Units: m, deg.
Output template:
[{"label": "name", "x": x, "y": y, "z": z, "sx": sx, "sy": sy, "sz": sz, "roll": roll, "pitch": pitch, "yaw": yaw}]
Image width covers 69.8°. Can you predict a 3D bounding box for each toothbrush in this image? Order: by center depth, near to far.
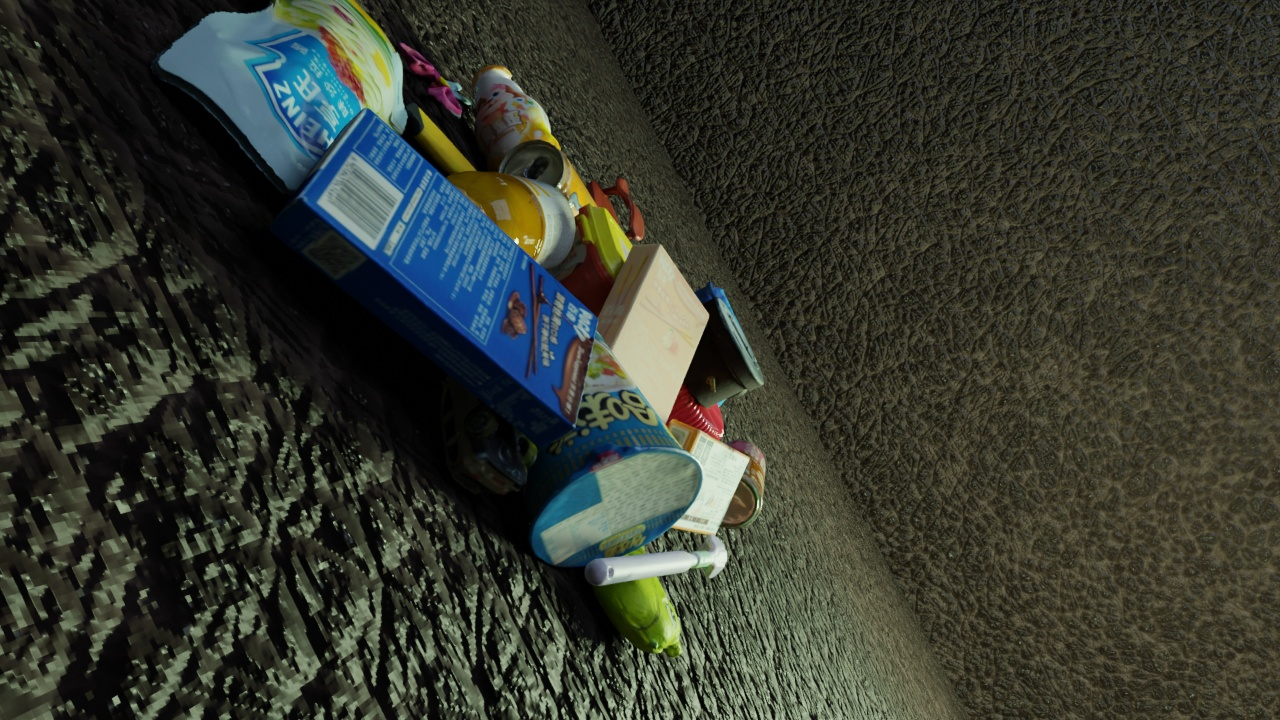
[{"label": "toothbrush", "x": -0.112, "y": -0.021, "z": 0.480, "sx": 0.018, "sy": 0.014, "sz": 0.189, "roll": 53, "pitch": 7, "yaw": 23}, {"label": "toothbrush", "x": 0.013, "y": 0.116, "z": 0.526, "sx": 0.189, "sy": 0.021, "sz": 0.029, "roll": 22, "pitch": 66, "yaw": -65}]

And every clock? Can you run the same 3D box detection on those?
[{"label": "clock", "x": 0.063, "y": -0.005, "z": 0.765, "sx": 0.082, "sy": 0.055, "sz": 0.122, "roll": 62, "pitch": 11, "yaw": 5}]

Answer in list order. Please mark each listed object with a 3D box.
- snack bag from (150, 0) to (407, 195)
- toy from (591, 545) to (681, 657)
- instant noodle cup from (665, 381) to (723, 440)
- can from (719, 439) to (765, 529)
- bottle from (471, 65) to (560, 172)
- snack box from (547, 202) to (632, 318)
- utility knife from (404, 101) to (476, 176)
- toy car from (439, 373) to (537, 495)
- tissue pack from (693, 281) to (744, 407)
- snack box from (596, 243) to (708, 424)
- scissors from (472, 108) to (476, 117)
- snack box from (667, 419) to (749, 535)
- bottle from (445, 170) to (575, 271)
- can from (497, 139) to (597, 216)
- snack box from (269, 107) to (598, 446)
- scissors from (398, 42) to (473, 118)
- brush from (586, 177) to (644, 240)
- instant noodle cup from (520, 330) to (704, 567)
[{"label": "snack bag", "x": -0.166, "y": -0.138, "z": 0.467, "sx": 0.190, "sy": 0.039, "sz": 0.110, "roll": -95, "pitch": 160, "yaw": -55}, {"label": "toy", "x": -0.009, "y": 0.126, "z": 0.536, "sx": 0.097, "sy": 0.031, "sz": 0.100, "roll": 48, "pitch": 14, "yaw": -31}, {"label": "instant noodle cup", "x": 0.016, "y": 0.021, "z": 0.805, "sx": 0.194, "sy": 0.066, "sz": 0.193, "roll": 58, "pitch": 11, "yaw": -19}, {"label": "can", "x": 0.096, "y": 0.122, "z": 0.929, "sx": 0.058, "sy": 0.058, "sz": 0.147, "roll": 61, "pitch": 12, "yaw": -3}, {"label": "bottle", "x": -0.110, "y": -0.197, "z": 0.773, "sx": 0.108, "sy": 0.063, "sz": 0.063, "roll": 66, "pitch": 13, "yaw": 22}, {"label": "snack box", "x": -0.044, "y": -0.062, "z": 0.703, "sx": 0.082, "sy": 0.080, "sz": 0.091, "roll": 52, "pitch": 15, "yaw": -41}, {"label": "utility knife", "x": -0.119, "y": -0.123, "z": 0.678, "sx": 0.193, "sy": 0.015, "sz": 0.033, "roll": 48, "pitch": 17, "yaw": -51}, {"label": "toy car", "x": -0.080, "y": 0.024, "z": 0.457, "sx": 0.042, "sy": 0.035, "sz": 0.090, "roll": 50, "pitch": 18, "yaw": -47}, {"label": "tissue pack", "x": 0.059, "y": -0.001, "z": 0.915, "sx": 0.095, "sy": 0.052, "sz": 0.157, "roll": 66, "pitch": -28, "yaw": 21}, {"label": "snack box", "x": -0.004, "y": 0.004, "z": 0.643, "sx": 0.084, "sy": 0.026, "sz": 0.157, "roll": 51, "pitch": 51, "yaw": -41}, {"label": "scissors", "x": -0.106, "y": -0.166, "z": 0.853, "sx": 0.170, "sy": 0.014, "sz": 0.159, "roll": 49, "pitch": 19, "yaw": -52}, {"label": "snack box", "x": 0.044, "y": 0.097, "z": 0.730, "sx": 0.026, "sy": 0.075, "sz": 0.153, "roll": 23, "pitch": -4, "yaw": 24}, {"label": "bottle", "x": -0.091, "y": -0.084, "z": 0.578, "sx": 0.068, "sy": 0.068, "sz": 0.189, "roll": 61, "pitch": 12, "yaw": -3}, {"label": "can", "x": -0.066, "y": -0.122, "z": 0.762, "sx": 0.058, "sy": 0.058, "sz": 0.146, "roll": 66, "pitch": 6, "yaw": 22}, {"label": "snack box", "x": -0.086, "y": -0.037, "z": 0.426, "sx": 0.157, "sy": 0.026, "sz": 0.084, "roll": 43, "pitch": 32, "yaw": -26}, {"label": "scissors", "x": -0.165, "y": -0.231, "z": 0.748, "sx": 0.077, "sy": 0.017, "sz": 0.137, "roll": 49, "pitch": 10, "yaw": -15}, {"label": "brush", "x": -0.034, "y": -0.151, "z": 0.975, "sx": 0.063, "sy": 0.069, "sz": 0.145, "roll": 55, "pitch": 13, "yaw": -31}, {"label": "instant noodle cup", "x": -0.032, "y": 0.039, "z": 0.503, "sx": 0.099, "sy": 0.099, "sz": 0.110, "roll": 46, "pitch": 12, "yaw": -52}]
